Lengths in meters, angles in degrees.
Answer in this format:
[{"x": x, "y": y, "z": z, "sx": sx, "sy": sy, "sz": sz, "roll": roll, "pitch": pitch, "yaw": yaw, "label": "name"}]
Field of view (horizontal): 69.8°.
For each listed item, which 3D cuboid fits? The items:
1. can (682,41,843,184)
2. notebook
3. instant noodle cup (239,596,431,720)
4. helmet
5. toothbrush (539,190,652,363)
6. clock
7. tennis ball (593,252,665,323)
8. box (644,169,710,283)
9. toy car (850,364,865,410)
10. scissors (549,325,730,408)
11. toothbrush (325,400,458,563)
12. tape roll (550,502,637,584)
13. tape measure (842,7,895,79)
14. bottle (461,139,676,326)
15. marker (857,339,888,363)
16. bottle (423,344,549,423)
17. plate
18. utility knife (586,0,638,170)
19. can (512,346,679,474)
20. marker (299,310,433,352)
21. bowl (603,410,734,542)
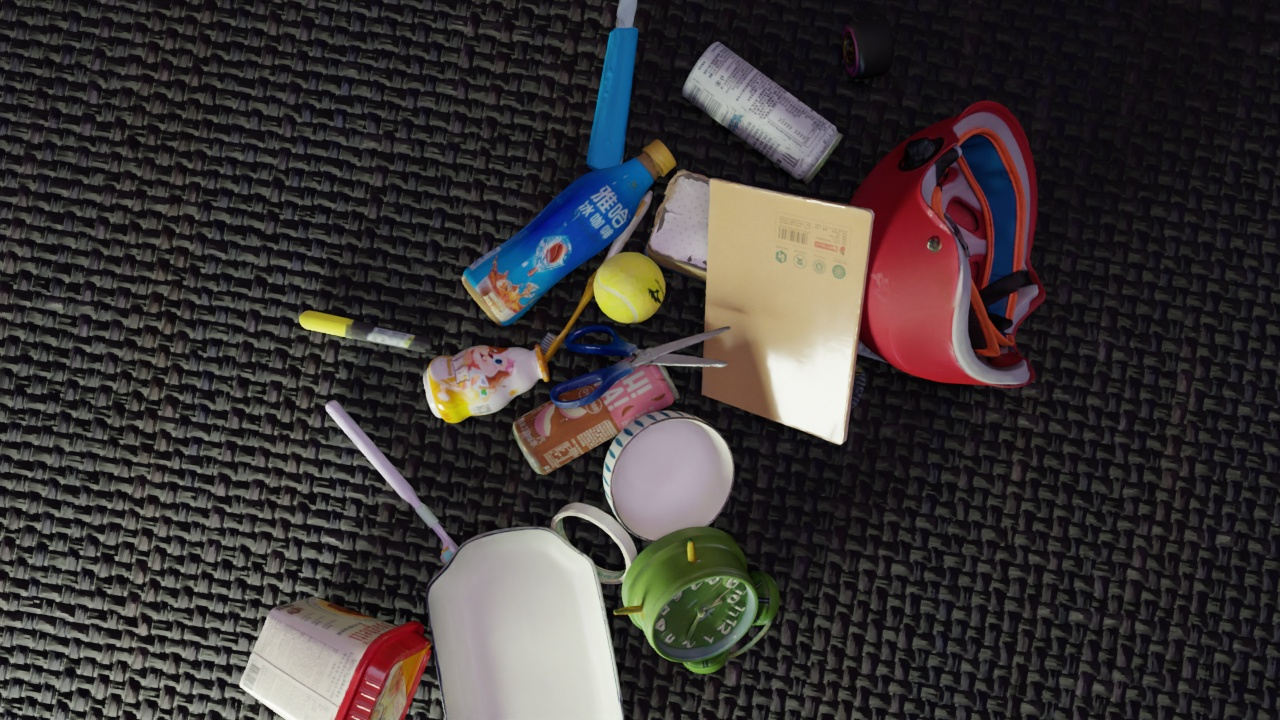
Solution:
[{"x": 0.111, "y": -0.226, "z": 0.841, "sx": 0.147, "sy": 0.058, "sz": 0.058, "roll": 36, "pitch": 89, "yaw": 0, "label": "can"}, {"x": 0.117, "y": -0.041, "z": 0.775, "sx": 0.148, "sy": 0.008, "sz": 0.208, "roll": 19, "pitch": 123, "yaw": 33, "label": "notebook"}, {"x": -0.268, "y": 0.271, "z": 0.807, "sx": 0.124, "sy": 0.116, "sz": 0.116, "roll": 22, "pitch": 89, "yaw": 11, "label": "instant noodle cup"}, {"x": 0.249, "y": -0.095, "z": 0.788, "sx": 0.207, "sy": 0.144, "sz": 0.239, "roll": 40, "pitch": 57, "yaw": -38, "label": "helmet"}, {"x": -0.043, "y": -0.079, "z": 0.859, "sx": 0.018, "sy": 0.016, "sz": 0.191, "roll": 32, "pitch": 89, "yaw": 9, "label": "toothbrush"}, {"x": 0.057, "y": 0.217, "z": 0.813, "sx": 0.116, "sy": 0.056, "sz": 0.161, "roll": -45, "pitch": 125, "yaw": 9, "label": "clock"}, {"x": -0.010, "y": -0.066, "z": 0.832, "sx": 0.065, "sy": 0.065, "sz": 0.065, "roll": 0, "pitch": 88, "yaw": 0, "label": "tennis ball"}, {"x": 0.087, "y": -0.107, "z": 0.839, "sx": 0.184, "sy": 0.061, "sz": 0.090, "roll": 22, "pitch": 88, "yaw": 2, "label": "box"}, {"x": 0.155, "y": 0.012, "z": 0.849, "sx": 0.105, "sy": 0.031, "sz": 0.049, "roll": 21, "pitch": 88, "yaw": -1, "label": "toy car"}, {"x": -0.007, "y": -0.005, "z": 0.813, "sx": 0.163, "sy": 0.160, "sz": 0.012, "roll": -33, "pitch": 131, "yaw": -7, "label": "scissors"}, {"x": -0.231, "y": 0.112, "z": 0.852, "sx": 0.189, "sy": 0.029, "sz": 0.021, "roll": 50, "pitch": 48, "yaw": 2, "label": "toothbrush"}, {"x": -0.042, "y": 0.165, "z": 0.824, "sx": 0.086, "sy": 0.086, "sz": 0.013, "roll": 43, "pitch": 47, "yaw": 1, "label": "tape roll"}, {"x": 0.211, "y": -0.290, "z": 0.844, "sx": 0.039, "sy": 0.057, "sz": 0.058, "roll": -10, "pitch": 80, "yaw": -2, "label": "tape measure"}, {"x": -0.060, "y": -0.120, "z": 0.833, "sx": 0.218, "sy": 0.065, "sz": 0.065, "roll": -39, "pitch": 89, "yaw": -1, "label": "bottle"}, {"x": 0.178, "y": -0.021, "z": 0.857, "sx": 0.146, "sy": 0.017, "sz": 0.017, "roll": 16, "pitch": 88, "yaw": 0, "label": "marker"}, {"x": -0.138, "y": 0.016, "z": 0.832, "sx": 0.108, "sy": 0.063, "sz": 0.063, "roll": -16, "pitch": 89, "yaw": -1, "label": "bottle"}, {"x": -0.100, "y": 0.282, "z": 0.836, "sx": 0.162, "sy": 0.034, "sz": 0.265, "roll": -11, "pitch": 89, "yaw": 3, "label": "plate"}, {"x": -0.021, "y": -0.264, "z": 0.861, "sx": 0.034, "sy": 0.018, "sz": 0.187, "roll": 9, "pitch": 88, "yaw": -12, "label": "utility knife"}, {"x": -0.041, "y": 0.046, "z": 0.834, "sx": 0.147, "sy": 0.058, "sz": 0.058, "roll": -29, "pitch": 89, "yaw": -1, "label": "can"}, {"x": -0.255, "y": -0.027, "z": 0.858, "sx": 0.124, "sy": 0.015, "sz": 0.018, "roll": 12, "pitch": 89, "yaw": -3, "label": "marker"}, {"x": 0.019, "y": 0.097, "z": 0.821, "sx": 0.116, "sy": 0.066, "sz": 0.116, "roll": -5, "pitch": 105, "yaw": -19, "label": "bowl"}]
